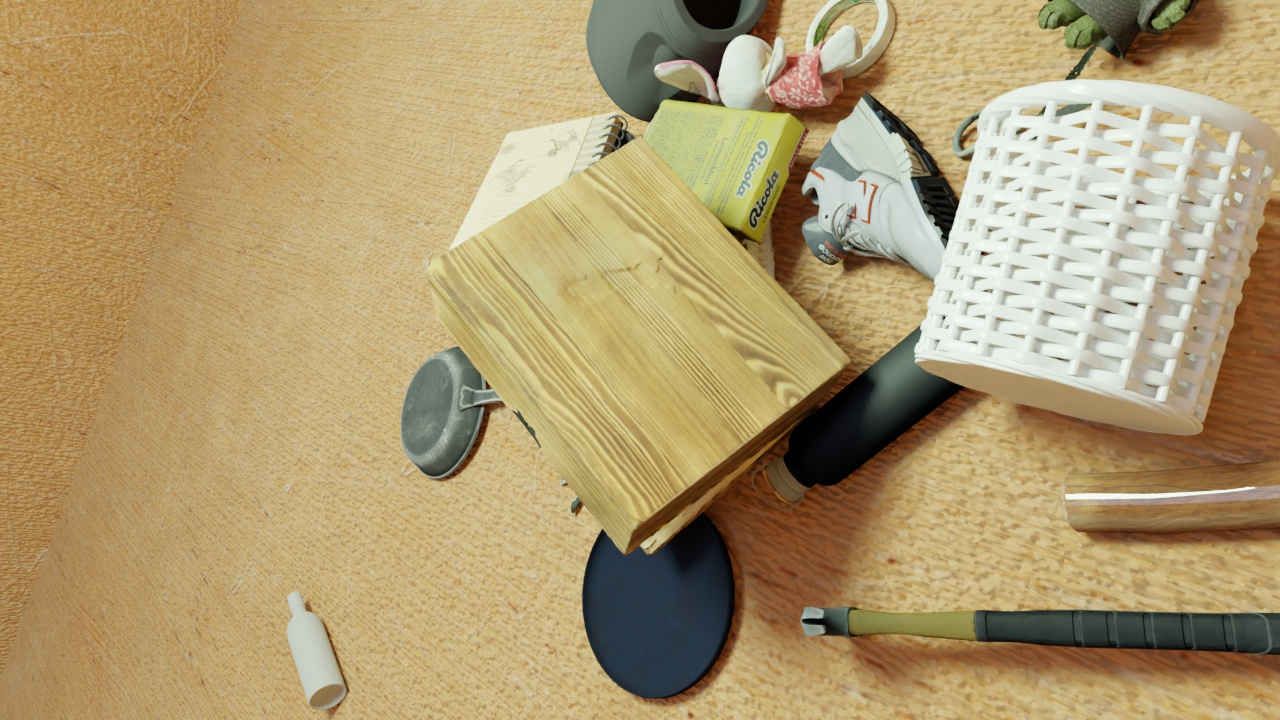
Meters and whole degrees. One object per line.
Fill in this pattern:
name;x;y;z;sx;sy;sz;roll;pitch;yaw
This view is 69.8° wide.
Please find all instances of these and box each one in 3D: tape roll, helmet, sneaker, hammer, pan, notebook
tape roll;0.212;-0.334;0.934;0.094;0.018;0.093;-17;65;40
helmet;0.029;-0.385;1.028;0.170;0.164;0.264;-9;55;56
sneaker;0.211;-0.124;0.823;0.125;0.088;0.239;-41;42;33
hammer;0.267;0.187;0.644;0.334;0.117;0.025;-10;71;37
pan;0.031;0.158;0.933;0.199;0.021;0.356;5;82;45
notebook;-0.113;-0.204;1.055;0.168;0.024;0.224;-4;47;23
hammer;0.419;0.074;0.573;0.302;0.037;0.157;-14;66;41
pan;-0.214;0.052;1.208;0.358;0.055;0.187;-17;64;45

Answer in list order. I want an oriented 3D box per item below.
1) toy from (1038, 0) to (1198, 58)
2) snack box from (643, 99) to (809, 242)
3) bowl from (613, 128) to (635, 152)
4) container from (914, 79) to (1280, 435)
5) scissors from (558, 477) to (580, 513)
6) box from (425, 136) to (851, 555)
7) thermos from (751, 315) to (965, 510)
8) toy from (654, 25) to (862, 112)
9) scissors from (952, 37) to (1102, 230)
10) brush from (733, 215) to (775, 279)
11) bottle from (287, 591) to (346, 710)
toy;0.386;-0.309;0.710;0.153;0.078;0.179;-46;46;22
snack box;0.069;-0.196;0.927;0.181;0.045;0.121;23;90;43
bowl;-0.062;-0.212;1.106;0.145;0.067;0.144;-13;45;13
container;0.304;-0.064;0.627;0.190;0.189;0.186;15;88;46
scissors;-0.022;0.085;1.022;0.180;0.015;0.194;2;78;45
box;0.004;-0.001;0.850;0.269;0.264;0.279;-35;72;-17
thermos;0.187;0.054;0.792;0.232;0.061;0.061;-44;50;25
toy;0.126;-0.288;0.924;0.195;0.158;0.084;0;94;38
scissors;0.316;-0.182;0.754;0.157;0.012;0.169;33;114;59
brush;0.094;-0.126;0.951;0.083;0.056;0.270;-14;67;38
bottle;-0.480;0.413;1.333;0.052;0.052;0.195;-56;45;14
